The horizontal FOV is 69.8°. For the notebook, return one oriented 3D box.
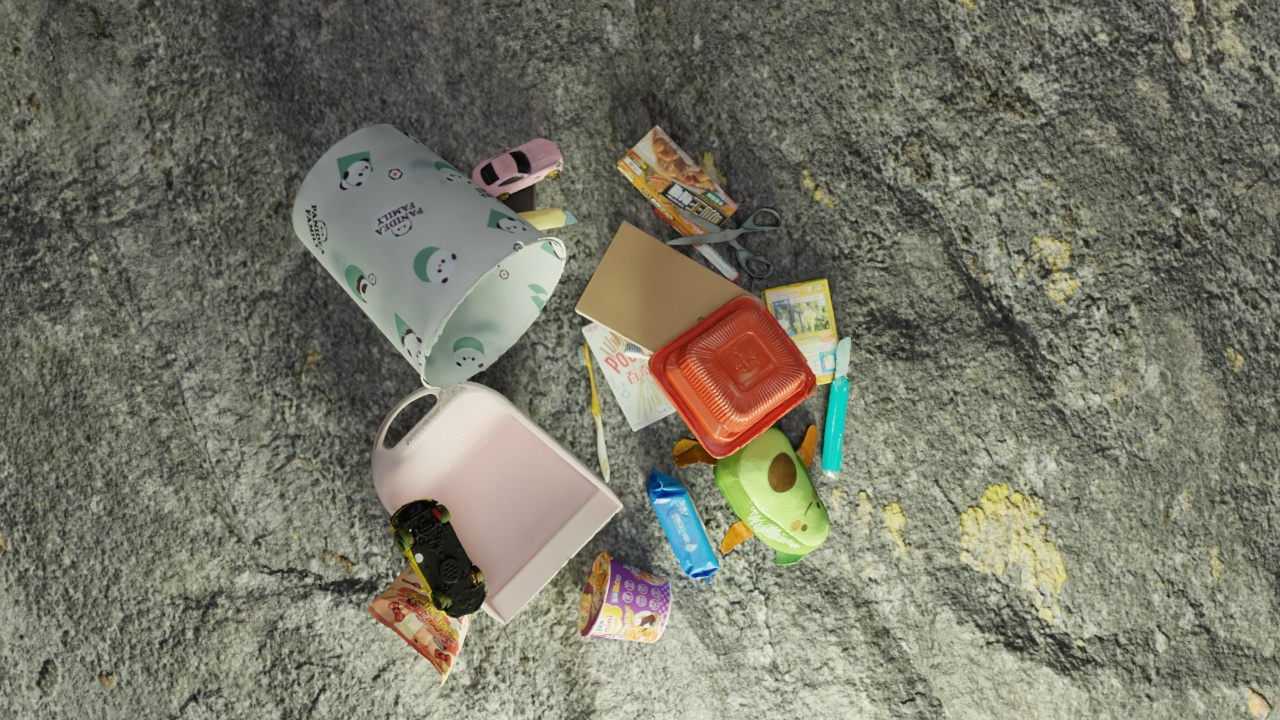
[{"bbox_3d":[0.036,-0.076,1.206,0.207,0.008,0.147,29,69,-6],"label":"notebook"}]

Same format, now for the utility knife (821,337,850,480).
[{"bbox_3d":[0.266,0.067,1.235,0.029,0.013,0.205,3,108,-1],"label":"utility knife"}]

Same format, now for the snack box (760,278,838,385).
[{"bbox_3d":[0.219,-0.035,1.235,0.087,0.033,0.140,-12,97,-3],"label":"snack box"}]

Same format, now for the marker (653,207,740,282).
[{"bbox_3d":[0.076,-0.158,1.224,0.145,0.017,0.017,42,90,-6],"label":"marker"}]

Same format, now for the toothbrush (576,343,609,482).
[{"bbox_3d":[-0.063,0.072,1.232,0.018,0.016,0.191,-8,95,7],"label":"toothbrush"}]

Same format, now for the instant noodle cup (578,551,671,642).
[{"bbox_3d":[-0.018,0.321,1.212,0.099,0.111,0.111,18,93,-12],"label":"instant noodle cup"}]

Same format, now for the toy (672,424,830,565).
[{"bbox_3d":[0.166,0.161,1.210,0.226,0.090,0.247,-45,104,-21],"label":"toy"}]

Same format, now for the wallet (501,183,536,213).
[{"bbox_3d":[-0.183,-0.170,1.205,0.096,0.020,0.122,-2,92,-4],"label":"wallet"}]

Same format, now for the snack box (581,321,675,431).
[{"bbox_3d":[-0.007,0.007,1.225,0.084,0.027,0.157,-27,96,-2],"label":"snack box"}]

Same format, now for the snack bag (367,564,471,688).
[{"bbox_3d":[-0.261,0.311,1.140,0.073,0.207,0.128,-38,95,4],"label":"snack bag"}]

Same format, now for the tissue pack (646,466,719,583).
[{"bbox_3d":[0.055,0.215,1.212,0.052,0.095,0.157,-25,93,-3],"label":"tissue pack"}]

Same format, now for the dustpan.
[{"bbox_3d":[-0.199,0.163,1.142,0.273,0.139,0.222,42,89,22],"label":"dustpan"}]

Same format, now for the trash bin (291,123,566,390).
[{"bbox_3d":[-0.256,-0.132,1.086,0.252,0.229,0.229,42,90,11],"label":"trash bin"}]

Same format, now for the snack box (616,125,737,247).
[{"bbox_3d":[0.048,-0.228,1.202,0.153,0.026,0.075,44,75,-6],"label":"snack box"}]

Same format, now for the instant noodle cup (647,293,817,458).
[{"bbox_3d":[0.125,0.010,1.158,0.188,0.079,0.164,-35,83,-19],"label":"instant noodle cup"}]

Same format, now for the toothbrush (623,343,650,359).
[{"bbox_3d":[0.081,0.017,1.214,0.221,0.027,0.026,17,57,-14],"label":"toothbrush"}]

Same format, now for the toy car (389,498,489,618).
[{"bbox_3d":[-0.245,0.241,1.110,0.071,0.041,0.156,-33,94,-39],"label":"toy car"}]

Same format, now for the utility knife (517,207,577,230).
[{"bbox_3d":[-0.164,-0.174,1.184,0.165,0.018,0.031,-8,96,8],"label":"utility knife"}]

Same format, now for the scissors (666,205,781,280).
[{"bbox_3d":[0.117,-0.162,1.200,0.174,0.014,0.159,-39,112,-17],"label":"scissors"}]

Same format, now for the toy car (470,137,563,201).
[{"bbox_3d":[-0.159,-0.248,1.181,0.122,0.037,0.056,-26,76,-7],"label":"toy car"}]
